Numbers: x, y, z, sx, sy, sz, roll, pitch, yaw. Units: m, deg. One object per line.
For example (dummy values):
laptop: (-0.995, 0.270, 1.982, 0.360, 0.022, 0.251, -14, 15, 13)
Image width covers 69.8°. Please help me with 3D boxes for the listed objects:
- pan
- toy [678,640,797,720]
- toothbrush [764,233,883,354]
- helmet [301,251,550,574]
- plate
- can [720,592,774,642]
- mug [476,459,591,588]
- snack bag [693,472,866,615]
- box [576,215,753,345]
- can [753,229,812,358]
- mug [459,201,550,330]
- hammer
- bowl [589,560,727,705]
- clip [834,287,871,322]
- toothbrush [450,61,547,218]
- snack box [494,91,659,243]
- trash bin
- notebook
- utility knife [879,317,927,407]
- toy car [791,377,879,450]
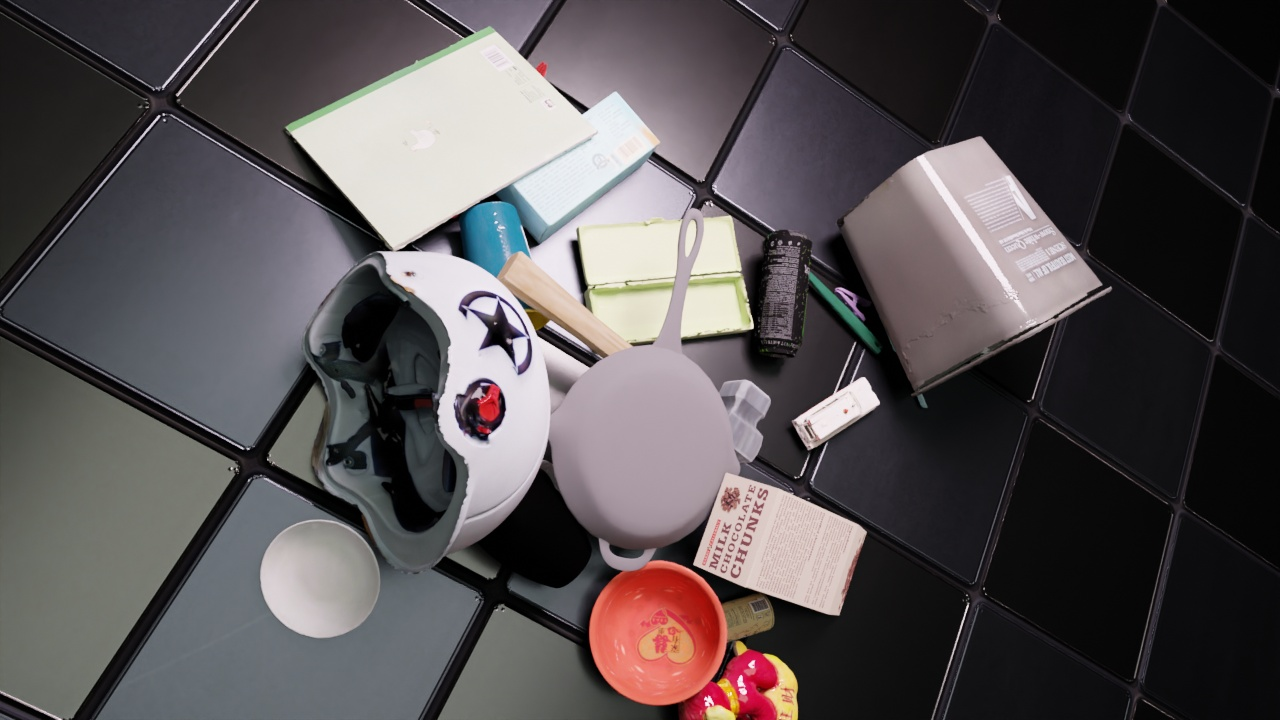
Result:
pan: (0.024, 0.023, 0.875, 0.216, 0.024, 0.354, 16, 81, -27)
toy: (0.099, 0.329, 0.899, 0.137, 0.067, 0.105, 2, 75, -28)
toothbrush: (0.213, -0.077, 1.068, 0.190, 0.017, 0.016, 45, 66, -7)
helmet: (-0.166, 0.038, 0.790, 0.163, 0.237, 0.264, -7, 76, -42)
plate: (-0.274, 0.186, 0.797, 0.104, 0.026, 0.104, 0, 95, 2)
can: (0.091, 0.262, 0.923, 0.079, 0.038, 0.038, -9, 80, -23)
mug: (-0.093, 0.151, 0.866, 0.100, 0.085, 0.118, 47, 35, -18)
snack bag: (0.159, 0.194, 0.927, 0.206, 0.070, 0.094, 27, 80, -40)
box: (0.027, -0.087, 0.993, 0.187, 0.024, 0.137, -9, 86, -22)
can: (0.158, -0.074, 1.015, 0.054, 0.054, 0.137, 9, 83, -19)
mug: (-0.138, -0.090, 0.907, 0.078, 0.078, 0.121, -8, 75, -23)
hammer: (-0.005, 0.005, 0.900, 0.322, 0.051, 0.117, 38, 67, -24)
bowl: (0.018, 0.259, 0.877, 0.130, 0.045, 0.130, -2, 73, 8)
clip: (0.250, -0.064, 1.080, 0.050, 0.014, 0.046, 5, 78, -23)
toothbrush: (-0.149, -0.236, 0.968, 0.012, 0.018, 0.212, 31, 68, -11)
snack box: (-0.066, -0.206, 0.973, 0.174, 0.053, 0.075, -42, 92, -25)
trash bin: (0.359, -0.111, 1.036, 0.196, 0.198, 0.220, -22, 78, -36)
notebook: (-0.196, -0.232, 0.922, 0.252, 0.010, 0.182, -36, 74, -24)
utility knife: (0.303, -0.025, 1.091, 0.022, 0.016, 0.177, -20, 87, -35)
toy car: (0.223, 0.057, 1.024, 0.112, 0.039, 0.039, -28, 87, -24)
